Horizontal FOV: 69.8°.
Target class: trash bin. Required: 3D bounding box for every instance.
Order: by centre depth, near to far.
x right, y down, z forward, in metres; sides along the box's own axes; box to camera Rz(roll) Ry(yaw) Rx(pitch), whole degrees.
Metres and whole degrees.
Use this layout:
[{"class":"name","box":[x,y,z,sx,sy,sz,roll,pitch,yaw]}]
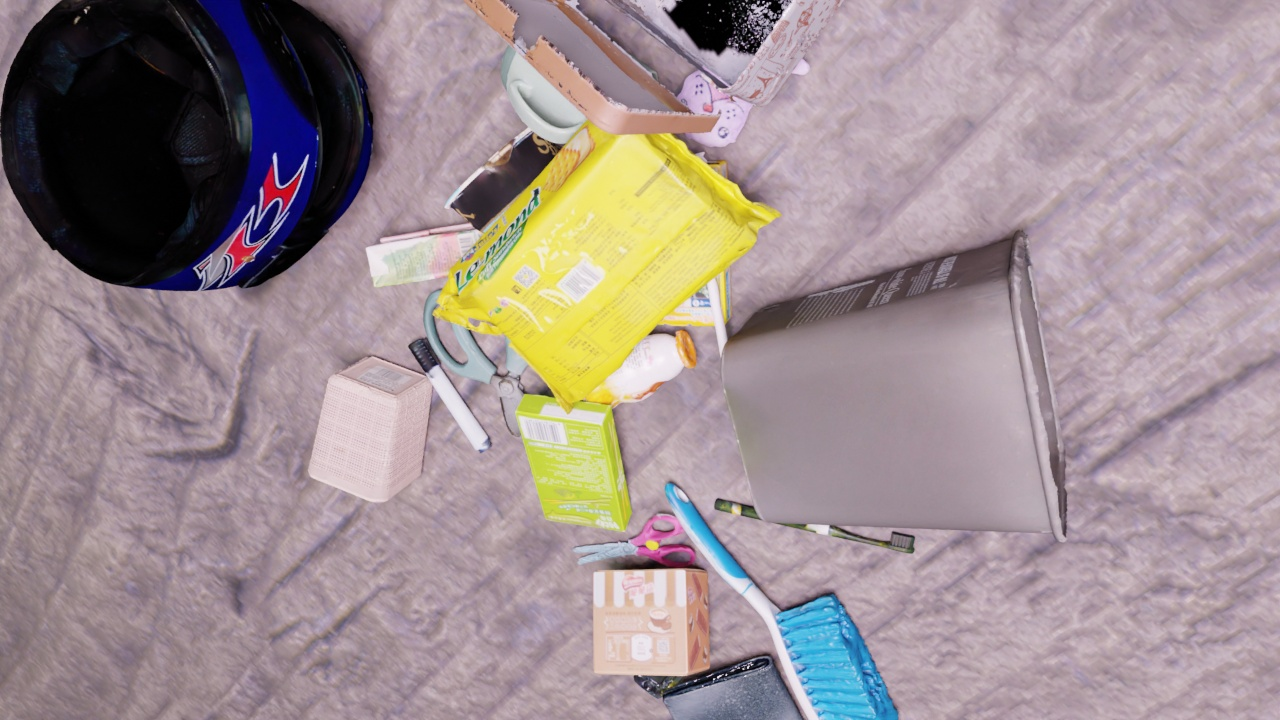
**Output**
[{"class":"trash bin","box":[0.197,0.024,0.703,0.220,0.198,0.199,-8,104,27]}]

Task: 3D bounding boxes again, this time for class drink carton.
[{"class":"drink carton","box":[-0.188,-0.099,0.850,0.123,0.053,0.045,-5,102,19]}]

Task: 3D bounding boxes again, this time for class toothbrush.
[{"class":"toothbrush","box":[0.060,-0.083,0.763,0.016,0.016,0.180,-7,106,13]},{"class":"toothbrush","box":[0.159,0.151,0.850,0.186,0.012,0.017,11,105,14]}]

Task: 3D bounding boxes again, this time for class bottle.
[{"class":"bottle","box":[-0.005,0.005,0.822,0.109,0.063,0.063,-18,102,23]}]

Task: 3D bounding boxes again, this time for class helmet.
[{"class":"helmet","box":[-0.342,-0.193,0.758,0.316,0.239,0.247,-21,101,34]}]

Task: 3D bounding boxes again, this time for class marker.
[{"class":"marker","box":[-0.188,0.035,0.916,0.022,0.018,0.131,-35,99,-14]}]

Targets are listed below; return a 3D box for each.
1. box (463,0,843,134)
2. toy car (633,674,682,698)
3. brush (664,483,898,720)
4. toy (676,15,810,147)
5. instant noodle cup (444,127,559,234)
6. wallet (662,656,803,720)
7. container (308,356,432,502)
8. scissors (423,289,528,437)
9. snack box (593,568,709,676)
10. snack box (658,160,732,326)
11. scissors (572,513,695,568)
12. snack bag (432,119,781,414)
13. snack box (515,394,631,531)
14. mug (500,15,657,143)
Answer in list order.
[{"class":"box","box":[0.019,-0.273,0.628,0.180,0.216,0.158,46,125,19]},{"class":"toy car","box":[0.031,0.300,0.930,0.042,0.035,0.091,35,109,2]},{"class":"brush","box":[0.135,0.239,0.869,0.110,0.060,0.314,-23,98,27]},{"class":"toy","box":[0.073,-0.219,0.733,0.084,0.038,0.108,41,115,4]},{"class":"instant noodle cup","box":[-0.086,-0.123,0.787,0.111,0.111,0.120,-36,101,25]},{"class":"wallet","box":[0.093,0.352,0.918,0.121,0.019,0.097,-22,111,12]},{"class":"container","box":[-0.265,0.065,0.914,0.090,0.089,0.111,20,111,10]},{"class":"scissors","box":[-0.153,-0.001,0.894,0.161,0.019,0.179,2,110,16]},{"class":"snack box","box":[0.012,0.248,0.876,0.093,0.077,0.094,-6,75,20]},{"class":"snack box","box":[0.032,-0.100,0.792,0.087,0.033,0.140,2,107,17]},{"class":"scissors","box":[-0.007,0.194,0.919,0.137,0.017,0.072,-22,110,27]},{"class":"snack bag","box":[-0.032,-0.079,0.719,0.158,0.068,0.247,39,112,-21]},{"class":"snack box","box":[-0.060,0.099,0.862,0.086,0.026,0.157,6,134,17]},{"class":"mug","box":[-0.060,-0.218,0.737,0.106,0.111,0.082,36,144,5]}]
